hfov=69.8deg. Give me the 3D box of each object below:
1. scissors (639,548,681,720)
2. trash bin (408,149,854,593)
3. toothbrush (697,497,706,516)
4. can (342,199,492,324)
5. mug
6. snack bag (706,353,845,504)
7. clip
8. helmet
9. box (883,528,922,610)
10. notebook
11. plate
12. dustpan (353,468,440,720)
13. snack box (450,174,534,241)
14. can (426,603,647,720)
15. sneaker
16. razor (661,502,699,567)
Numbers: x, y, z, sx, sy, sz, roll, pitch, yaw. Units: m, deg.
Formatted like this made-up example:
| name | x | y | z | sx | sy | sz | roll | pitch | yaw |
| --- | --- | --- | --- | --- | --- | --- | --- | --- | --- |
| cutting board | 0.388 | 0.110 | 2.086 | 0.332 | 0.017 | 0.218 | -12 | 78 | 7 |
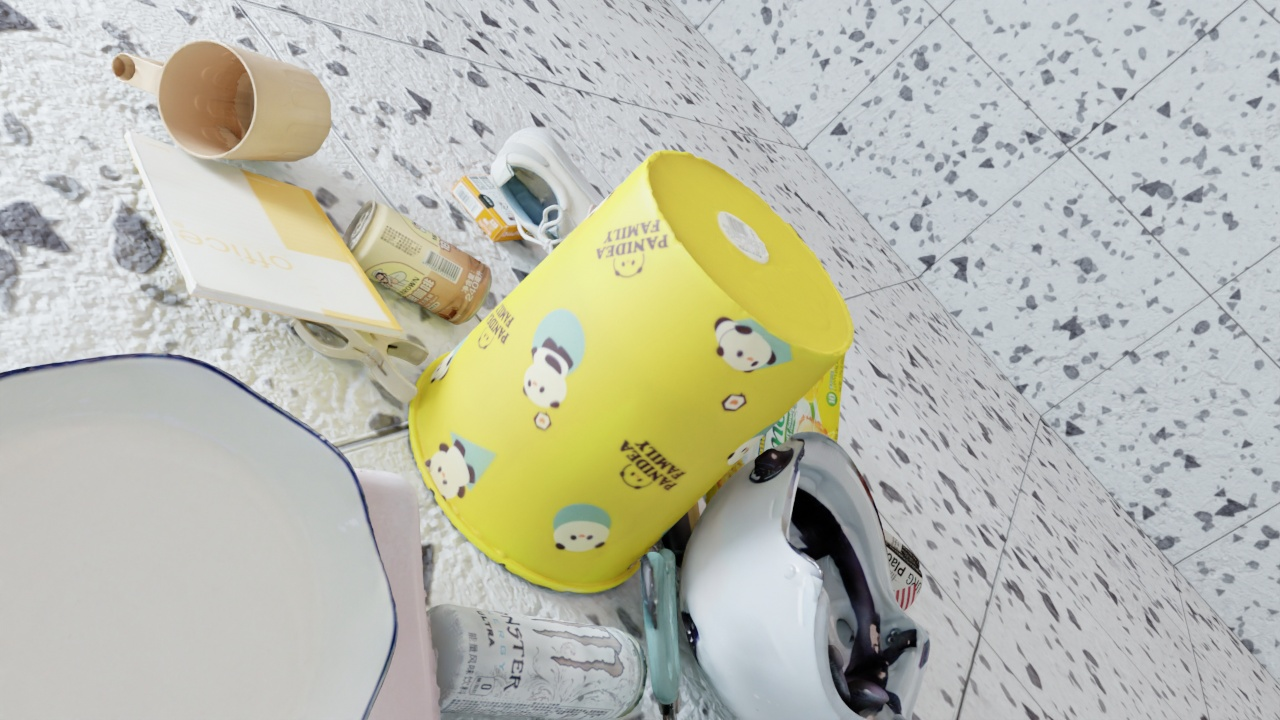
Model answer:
| name | x | y | z | sx | sy | sz | roll | pitch | yaw |
| --- | --- | --- | --- | --- | --- | --- | --- | --- | --- |
| scissors | 0.015 | 0.183 | 0.602 | 0.181 | 0.019 | 0.170 | 81 | 7 | -49 |
| trash bin | -0.004 | 0.004 | 0.662 | 0.229 | 0.256 | 0.229 | 31 | 33 | -23 |
| toothbrush | 0.025 | 0.085 | 0.881 | 0.026 | 0.027 | 0.220 | -9 | 51 | -19 |
| can | -0.184 | -0.079 | 0.758 | 0.116 | 0.059 | 0.058 | 30 | 29 | -30 |
| mug | -0.319 | -0.203 | 0.712 | 0.125 | 0.084 | 0.103 | 21 | 13 | 9 |
| snack bag | 0.130 | 0.069 | 0.908 | 0.157 | 0.068 | 0.246 | 17 | 76 | -46 |
| clip | -0.201 | -0.010 | 0.659 | 0.099 | 0.034 | 0.066 | 39 | 25 | -21 |
| helmet | 0.115 | 0.185 | 0.718 | 0.229 | 0.146 | 0.258 | 53 | 25 | -25 |
| box | 0.241 | 0.217 | 0.996 | 0.163 | 0.076 | 0.087 | 40 | 46 | -21 |
| notebook | -0.267 | -0.089 | 0.645 | 0.145 | 0.010 | 0.206 | 14 | 26 | -47 |
| plate | -0.191 | 0.100 | 0.343 | 0.204 | 0.046 | 0.204 | 20 | 62 | -44 |
| dustpan | -0.214 | 0.136 | 0.451 | 0.222 | 0.139 | 0.273 | 20 | 64 | -46 |
| snack box | -0.136 | -0.170 | 1.009 | 0.075 | 0.026 | 0.153 | 51 | 25 | 7 |
| can | -0.065 | 0.184 | 0.551 | 0.146 | 0.058 | 0.058 | 23 | 34 | -41 |
| sneaker | -0.066 | -0.122 | 0.944 | 0.242 | 0.090 | 0.090 | 53 | 32 | -21 |
| razor | 0.030 | 0.105 | 0.818 | 0.067 | 0.062 | 0.167 | 9 | 51 | -28 |
